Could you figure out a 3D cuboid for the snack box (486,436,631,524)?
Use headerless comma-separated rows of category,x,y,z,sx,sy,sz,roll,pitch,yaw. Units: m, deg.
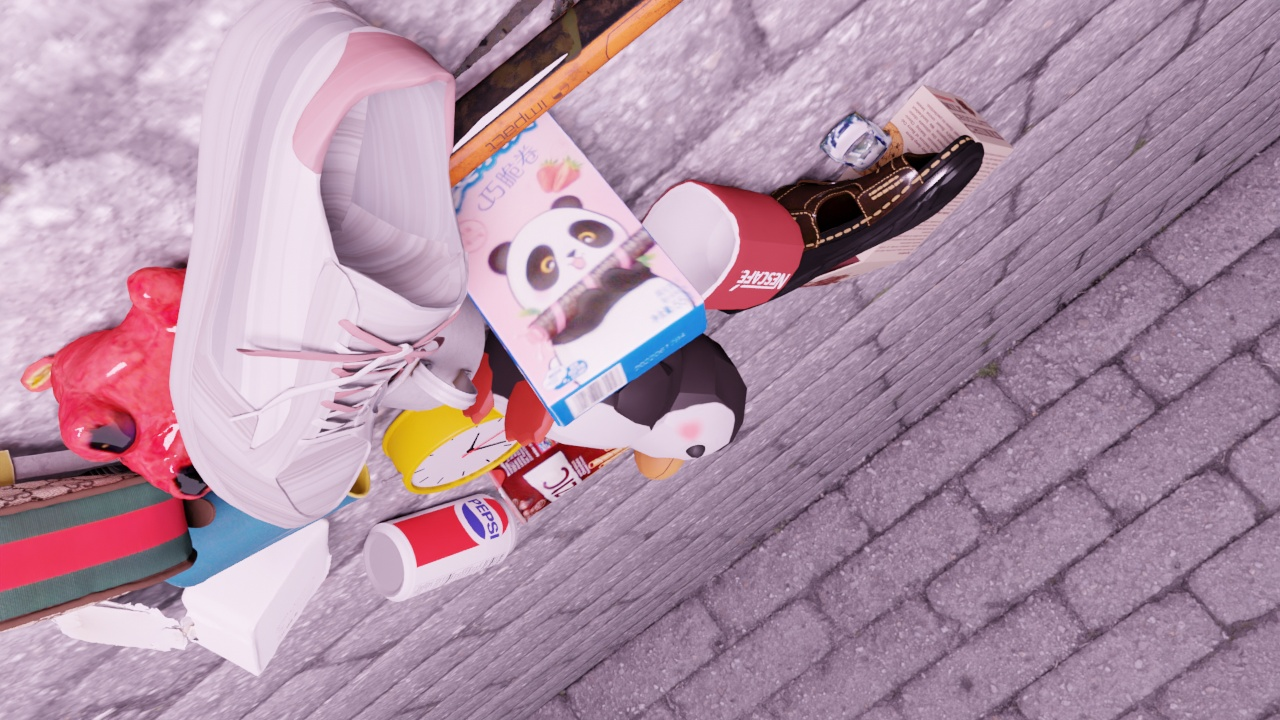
snack box,-0.076,0.086,0.833,0.121,0.072,0.072,-34,160,-9

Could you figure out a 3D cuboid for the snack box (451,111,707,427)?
snack box,-0.046,-0.053,0.448,0.088,0.154,0.033,-35,158,-8

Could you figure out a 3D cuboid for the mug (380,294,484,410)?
mug,-0.123,-0.007,0.487,0.084,0.113,0.070,-55,161,5

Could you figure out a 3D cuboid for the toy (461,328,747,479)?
toy,-0.003,0.003,0.618,0.184,0.159,0.140,22,87,-36

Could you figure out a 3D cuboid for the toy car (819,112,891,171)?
toy car,0.176,-0.173,0.739,0.039,0.027,0.089,-45,159,26

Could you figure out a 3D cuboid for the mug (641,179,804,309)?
mug,0.049,-0.071,0.674,0.117,0.080,0.096,-49,157,27

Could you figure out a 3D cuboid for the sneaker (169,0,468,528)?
sneaker,-0.119,-0.019,0.371,0.099,0.089,0.236,-21,130,-51

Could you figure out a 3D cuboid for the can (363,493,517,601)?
can,-0.182,0.169,0.845,0.131,0.070,0.070,-11,148,-51

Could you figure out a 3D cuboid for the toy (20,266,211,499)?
toy,-0.215,-0.012,0.427,0.132,0.094,0.088,-54,135,-23

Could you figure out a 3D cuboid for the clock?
clock,-0.125,0.050,0.704,0.152,0.052,0.113,-32,160,-1

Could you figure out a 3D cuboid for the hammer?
hammer,0.004,-0.172,0.401,0.314,0.035,0.137,-37,165,5

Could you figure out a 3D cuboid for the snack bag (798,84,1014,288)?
snack bag,0.222,-0.138,0.830,0.094,0.070,0.207,-10,148,-51

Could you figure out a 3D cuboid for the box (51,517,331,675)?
box,-0.309,0.159,0.628,0.151,0.132,0.107,-62,177,-38

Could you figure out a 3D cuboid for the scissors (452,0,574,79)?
scissors,-0.022,-0.186,0.401,0.157,0.012,0.171,-30,160,-14

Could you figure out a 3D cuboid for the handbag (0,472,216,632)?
handbag,-0.298,0.087,0.438,0.139,0.063,0.166,-3,-174,40

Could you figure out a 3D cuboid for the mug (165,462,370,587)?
mug,-0.238,0.081,0.556,0.121,0.078,0.078,-32,161,2

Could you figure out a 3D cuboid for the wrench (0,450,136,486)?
wrench,-0.314,0.055,0.418,0.084,0.018,0.272,-23,169,34

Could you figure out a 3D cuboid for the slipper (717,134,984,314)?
slipper,0.154,-0.117,0.752,0.269,0.075,0.112,-29,175,42
